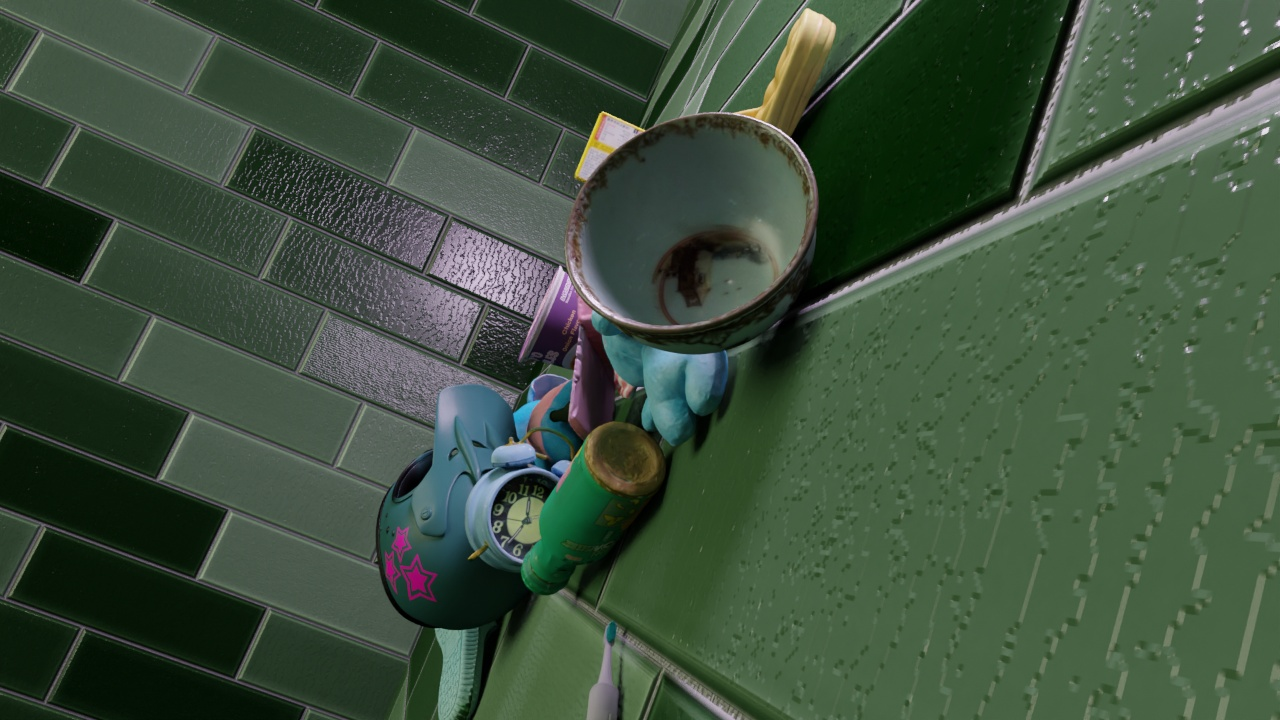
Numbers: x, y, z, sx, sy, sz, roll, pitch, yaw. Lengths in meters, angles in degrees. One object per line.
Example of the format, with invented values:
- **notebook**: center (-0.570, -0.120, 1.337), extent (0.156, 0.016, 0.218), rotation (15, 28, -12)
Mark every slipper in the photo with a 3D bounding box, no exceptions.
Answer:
- **slipper**: center (-0.229, 0.369, 1.224), extent (0.116, 0.069, 0.275), rotation (-61, 25, 27)
- **slipper**: center (0.078, -0.180, 0.790), extent (0.099, 0.078, 0.264), rotation (-72, 7, -53)

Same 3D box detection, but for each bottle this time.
- **bottle**: center (-0.049, 0.133, 0.761), extent (0.210, 0.068, 0.067), rotation (123, 167, -45)
- **bottle**: center (-0.073, 0.062, 1.084), extent (0.123, 0.033, 0.033), rotation (-13, 52, 56)

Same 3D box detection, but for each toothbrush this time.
- **toothbrush**: center (-0.024, 0.223, 0.545), extent (0.187, 0.018, 0.019), rotation (-86, 19, -64)

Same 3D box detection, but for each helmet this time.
- **helmet**: center (-0.210, 0.180, 1.114), extent (0.201, 0.176, 0.274), rotation (-41, 49, 29)

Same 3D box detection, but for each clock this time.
- **clock**: center (-0.119, 0.151, 0.981), extent (0.060, 0.118, 0.161), rotation (-20, 52, 62)

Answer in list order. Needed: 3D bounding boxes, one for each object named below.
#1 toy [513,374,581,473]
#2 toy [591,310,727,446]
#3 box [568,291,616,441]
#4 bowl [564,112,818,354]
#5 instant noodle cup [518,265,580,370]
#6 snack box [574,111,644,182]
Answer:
- **toy**: center (-0.124, 0.109, 1.215), extent (0.192, 0.099, 0.223), rotation (-33, 41, 54)
- **toy**: center (0.014, -0.019, 0.688), extent (0.184, 0.114, 0.180), rotation (-53, 25, 35)
- **box**: center (-0.032, -0.002, 0.864), extent (0.233, 0.040, 0.179), rotation (70, -160, -74)
- **bowl**: center (0.041, -0.066, 0.587), extent (0.159, 0.160, 0.094), rotation (-70, -27, -21)
- **instant noodle cup**: center (-0.068, -0.029, 1.110), extent (0.122, 0.122, 0.136), rotation (124, 166, -50)
- **snack box**: center (0.012, -0.201, 0.987), extent (0.025, 0.152, 0.075), rotation (-137, 70, -82)
